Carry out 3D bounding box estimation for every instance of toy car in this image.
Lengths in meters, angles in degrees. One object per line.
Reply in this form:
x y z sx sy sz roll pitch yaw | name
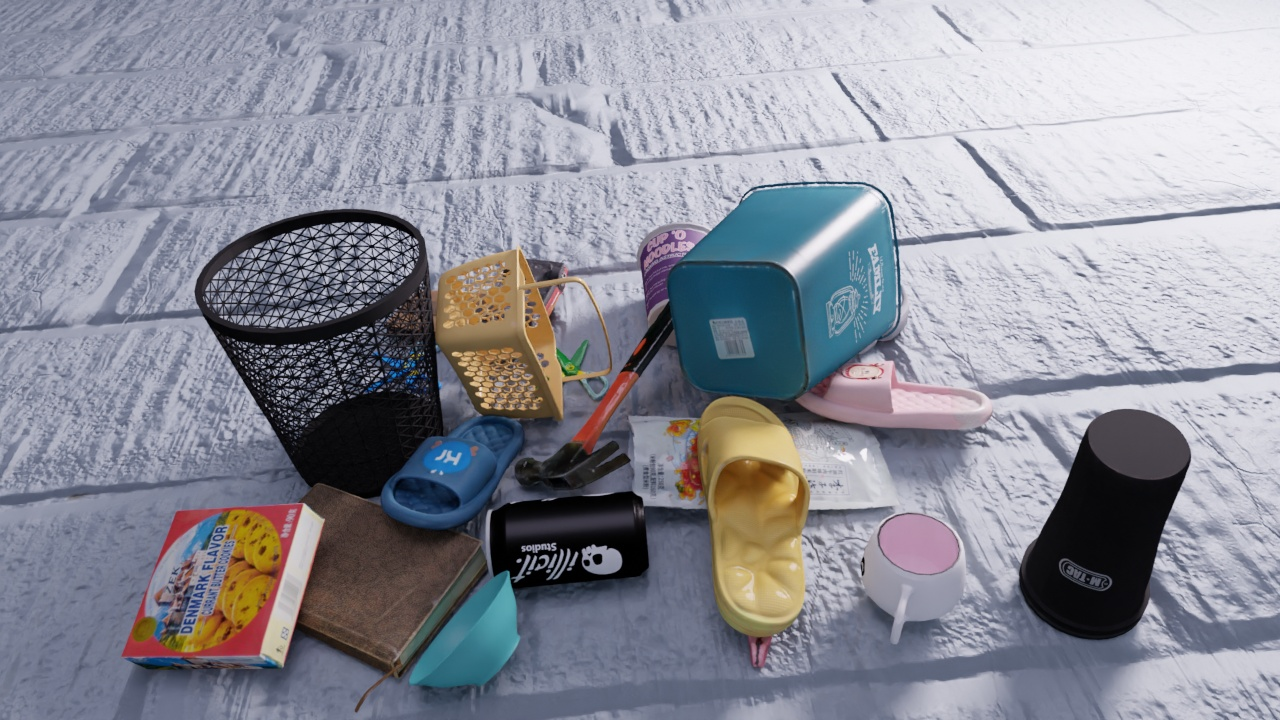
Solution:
-0.155 -0.072 1.190 0.081 0.056 0.188 8 42 12 | toy car

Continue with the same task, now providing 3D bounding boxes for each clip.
0.101 0.241 0.809 0.050 0.023 0.058 20 43 33 | clip

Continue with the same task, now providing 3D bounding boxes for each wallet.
-0.259 -0.058 1.201 0.121 0.027 0.098 6 35 14 | wallet

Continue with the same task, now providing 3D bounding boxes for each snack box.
-0.376 0.204 0.833 0.145 0.040 0.142 -5 55 14 | snack box

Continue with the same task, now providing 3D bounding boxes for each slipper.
0.272 0.034 1.012 0.222 0.056 0.106 8 23 11 | slipper
0.110 0.124 0.857 0.099 0.079 0.262 9 46 -7 | slipper
-0.192 0.104 0.950 0.104 0.059 0.213 9 26 15 | slipper

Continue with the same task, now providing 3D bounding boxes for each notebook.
-0.278 0.214 0.863 0.216 0.034 0.189 14 43 22 | notebook

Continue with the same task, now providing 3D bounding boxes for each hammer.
0.222 -0.109 1.227 0.124 0.030 0.311 -29 45 -27 | hammer
-0.006 0.006 1.005 0.133 0.033 0.332 -7 41 47 | hammer

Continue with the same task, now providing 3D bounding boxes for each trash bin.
-0.310 0.003 0.960 0.217 0.244 0.216 -2 39 2 | trash bin
0.153 -0.073 1.009 0.199 0.197 0.217 4 26 34 | trash bin

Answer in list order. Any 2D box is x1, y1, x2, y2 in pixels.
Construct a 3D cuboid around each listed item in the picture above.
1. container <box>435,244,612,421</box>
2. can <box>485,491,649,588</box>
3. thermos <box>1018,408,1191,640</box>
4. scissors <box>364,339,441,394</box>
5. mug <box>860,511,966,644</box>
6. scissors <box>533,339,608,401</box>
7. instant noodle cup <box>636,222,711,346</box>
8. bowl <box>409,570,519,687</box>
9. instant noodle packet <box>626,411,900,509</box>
-0.121 -0.028 1.011 0.167 0.183 0.129 -9 56 5 | container
-0.068 0.169 0.864 0.146 0.080 0.080 -5 39 -2 | can
0.386 0.137 0.763 0.106 0.219 0.105 -5 45 5 | thermos
-0.287 0.007 1.138 0.125 0.013 0.129 21 41 28 | scissors
0.236 0.197 0.807 0.090 0.076 0.123 14 42 20 | mug
-0.077 0.012 1.114 0.117 0.012 0.129 10 42 15 | scissors
0.060 -0.087 1.158 0.137 0.122 0.121 6 49 -2 | instant noodle cup
-0.138 0.242 0.787 0.046 0.121 0.120 44 47 -6 | bowl
0.123 0.099 0.961 0.269 0.057 0.146 -1 40 -5 | instant noodle packet
